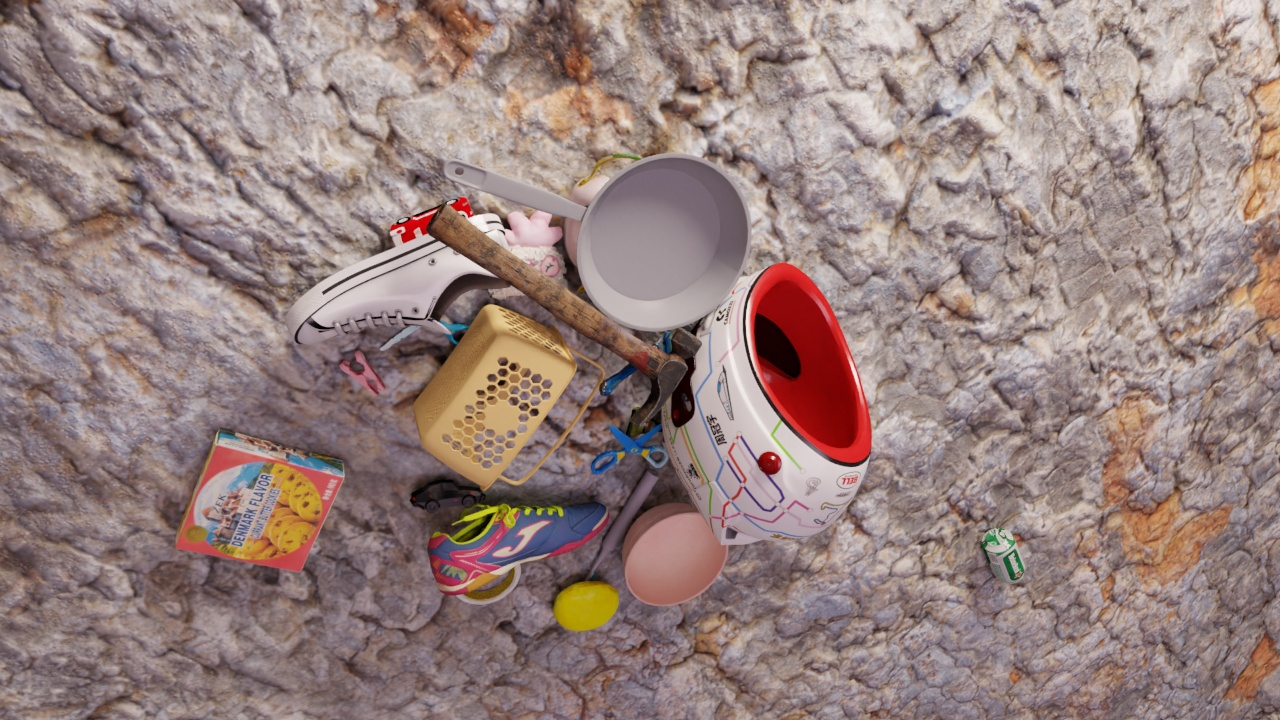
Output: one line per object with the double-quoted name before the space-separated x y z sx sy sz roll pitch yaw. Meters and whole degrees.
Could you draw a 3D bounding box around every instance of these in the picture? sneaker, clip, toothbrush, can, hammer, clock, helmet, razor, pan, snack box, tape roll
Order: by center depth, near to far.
"hammer" -0.083 -0.050 0.958 0.330 0.033 0.120 33 88 -29
"sneaker" -0.242 -0.060 0.964 0.245 0.091 0.097 -25 84 -12
"pan" -0.042 -0.148 0.970 0.356 0.050 0.201 17 108 -26
"clip" -0.317 0.017 1.037 0.045 0.023 0.060 -15 119 -8
"clock" -0.024 -0.156 1.038 0.116 0.059 0.158 -5 117 -18
"snack box" -0.436 0.164 1.055 0.144 0.040 0.143 20 108 -28
"helmet" 0.139 0.067 1.116 0.230 0.314 0.237 0 157 -40
"razor" -0.007 0.007 1.118 0.140 0.018 0.044 -33 130 -44
"sneaker" -0.149 0.211 1.154 0.241 0.116 0.091 -18 97 -31
"razor" 0.049 0.088 1.216 0.144 0.021 0.044 5 114 -26
"tape roll" -0.206 0.280 1.216 0.094 0.019 0.094 -9 119 -17
"toothbrush" -0.029 0.230 1.258 0.019 0.018 0.188 23 106 -31
"can" 0.606 0.326 1.532 0.053 0.053 0.101 -34 122 -2

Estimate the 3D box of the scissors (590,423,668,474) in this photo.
"scissors" -0.008 0.116 1.197 0.126 0.013 0.130 -39 138 19

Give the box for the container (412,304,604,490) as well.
"container" -0.146 0.050 1.055 0.167 0.129 0.183 32 101 -31

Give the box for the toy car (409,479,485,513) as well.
"toy car" -0.238 0.165 1.133 0.091 0.042 0.036 -5 92 -19

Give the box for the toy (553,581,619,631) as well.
"toy" -0.076 0.342 1.281 0.095 0.041 0.094 12 121 -28

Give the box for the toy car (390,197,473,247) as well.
"toy car" -0.223 -0.143 0.988 0.089 0.025 0.038 -23 122 -9

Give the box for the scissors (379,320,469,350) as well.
"scissors" -0.240 -0.056 1.035 0.129 0.014 0.119 6 117 -21

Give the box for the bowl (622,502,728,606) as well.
"bowl" 0.038 0.254 1.263 0.153 0.076 0.153 -8 117 -17

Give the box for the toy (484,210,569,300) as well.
"toy" -0.125 -0.116 1.033 0.095 0.041 0.109 -3 111 -18
